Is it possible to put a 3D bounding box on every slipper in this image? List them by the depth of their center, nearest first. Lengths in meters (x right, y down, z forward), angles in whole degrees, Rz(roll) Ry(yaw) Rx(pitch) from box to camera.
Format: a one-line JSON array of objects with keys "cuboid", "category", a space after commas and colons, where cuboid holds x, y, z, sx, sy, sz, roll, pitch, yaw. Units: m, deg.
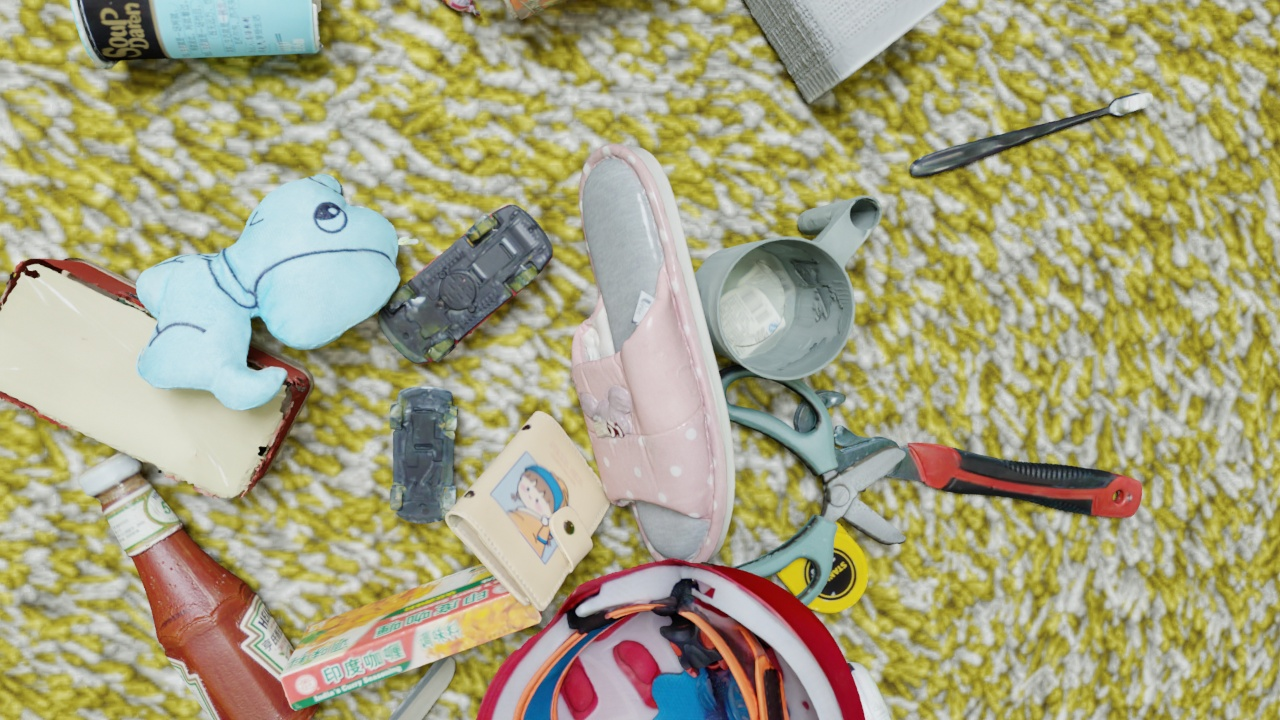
[{"cuboid": [-0.003, 0.003, 0.572, 0.054, 0.114, 0.274, -13, 97, -34], "category": "slipper"}]

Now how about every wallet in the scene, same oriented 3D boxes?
[{"cuboid": [-0.064, 0.094, 0.576, 0.024, 0.114, 0.087, -34, 101, 33], "category": "wallet"}]

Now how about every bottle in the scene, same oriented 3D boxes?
[{"cuboid": [-0.277, 0.150, 0.574, 0.059, 0.060, 0.206, -30, 99, -4], "category": "bottle"}, {"cuboid": [0.073, 0.271, 0.635, 0.197, 0.068, 0.068, -18, 99, -2], "category": "bottle"}]

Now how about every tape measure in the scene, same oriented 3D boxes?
[{"cuboid": [0.129, 0.147, 0.642, 0.060, 0.029, 0.057, -40, 81, -1], "category": "tape measure"}]

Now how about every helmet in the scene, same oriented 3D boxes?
[{"cuboid": [0.029, 0.227, 0.548, 0.241, 0.143, 0.206, -26, 71, 29], "category": "helmet"}]

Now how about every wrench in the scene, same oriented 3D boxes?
[{"cuboid": [0.238, 0.076, 0.659, 0.273, 0.016, 0.056, 14, 95, -9], "category": "wrench"}]

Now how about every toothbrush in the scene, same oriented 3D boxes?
[{"cuboid": [0.272, -0.157, 0.637, 0.181, 0.018, 0.015, -17, 102, -4], "category": "toothbrush"}]

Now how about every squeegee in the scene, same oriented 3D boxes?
[{"cuboid": [-0.140, 0.368, 0.625, 0.246, 0.039, 0.245, 49, 65, -20], "category": "squeegee"}]

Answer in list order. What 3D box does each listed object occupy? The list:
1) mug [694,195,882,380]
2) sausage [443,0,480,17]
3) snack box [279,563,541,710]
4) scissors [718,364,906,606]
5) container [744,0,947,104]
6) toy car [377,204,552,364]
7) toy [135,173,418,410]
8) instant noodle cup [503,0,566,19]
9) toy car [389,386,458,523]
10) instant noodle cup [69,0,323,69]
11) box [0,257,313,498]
[{"cuboid": [0.090, -0.050, 0.579, 0.083, 0.103, 0.124, 40, 89, -10], "category": "mug"}, {"cuboid": [-0.155, -0.270, 0.561, 0.020, 0.020, 0.156, -44, 100, -2], "category": "sausage"}, {"cuboid": [-0.141, 0.168, 0.585, 0.155, 0.077, 0.027, -19, 98, -6], "category": "snack box"}, {"cuboid": [0.089, 0.089, 0.623, 0.173, 0.019, 0.170, -41, 87, 1], "category": "scissors"}, {"cuboid": [0.117, -0.239, 0.570, 0.090, 0.090, 0.114, -38, 97, -3], "category": "container"}, {"cuboid": [-0.110, -0.047, 0.581, 0.120, 0.045, 0.053, -38, 98, 4], "category": "toy car"}, {"cuboid": [-0.206, -0.046, 0.534, 0.156, 0.050, 0.161, -5, 62, -21], "category": "toy"}, {"cuboid": [-0.052, -0.275, 0.517, 0.111, 0.151, 0.151, -28, 100, 4], "category": "instant noodle cup"}, {"cuboid": [-0.140, 0.060, 0.594, 0.043, 0.034, 0.090, 0, 99, -11], "category": "toy car"}, {"cuboid": [-0.244, -0.218, 0.518, 0.120, 0.111, 0.111, -1, 97, -17], "category": "instant noodle cup"}, {"cuboid": [-0.293, 0.013, 0.544, 0.168, 0.079, 0.091, 28, 91, -10], "category": "box"}]
